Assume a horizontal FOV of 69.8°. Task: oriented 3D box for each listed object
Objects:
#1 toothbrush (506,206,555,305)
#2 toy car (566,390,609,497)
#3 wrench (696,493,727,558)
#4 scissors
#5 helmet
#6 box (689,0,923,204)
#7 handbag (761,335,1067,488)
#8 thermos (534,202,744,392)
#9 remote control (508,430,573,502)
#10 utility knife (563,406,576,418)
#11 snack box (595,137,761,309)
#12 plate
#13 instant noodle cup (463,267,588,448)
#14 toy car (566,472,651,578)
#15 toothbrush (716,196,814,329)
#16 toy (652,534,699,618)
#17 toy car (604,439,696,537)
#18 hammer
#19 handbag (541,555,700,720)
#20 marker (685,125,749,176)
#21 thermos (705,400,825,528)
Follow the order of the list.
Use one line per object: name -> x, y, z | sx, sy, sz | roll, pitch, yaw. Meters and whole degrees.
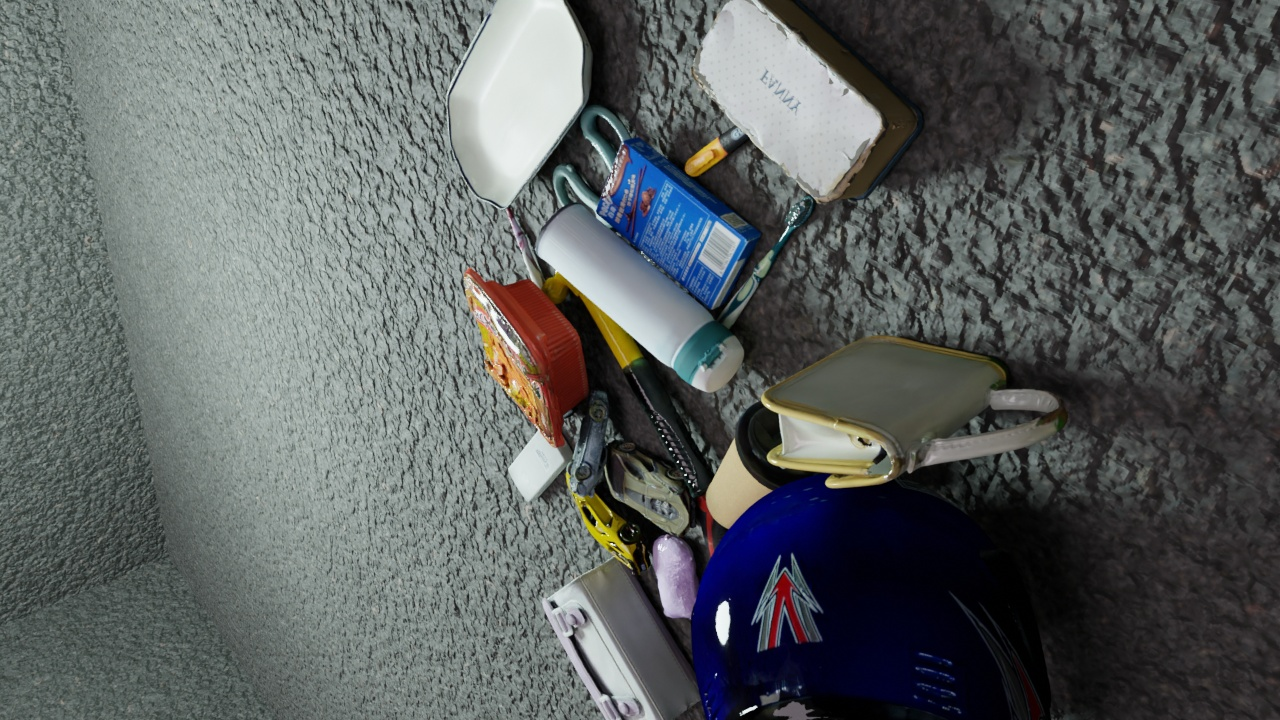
toothbrush -> -0.132, -0.136, 1.055 | 0.017, 0.016, 0.187 | -23, 89, 41
toy car -> -0.055, 0.093, 1.032 | 0.054, 0.036, 0.120 | 179, 102, -76
wrench -> 0.094, 0.251, 0.980 | 0.056, 0.016, 0.273 | 0, 108, 49
scissors -> -0.035, -0.160, 0.930 | 0.170, 0.019, 0.177 | -24, 91, 50
helmet -> 0.179, 0.224, 0.697 | 0.248, 0.239, 0.315 | -18, 126, 28
box -> 0.125, -0.196, 0.689 | 0.184, 0.062, 0.090 | 51, 131, 17
handbag -> 0.196, 0.042, 0.647 | 0.179, 0.163, 0.063 | 12, 118, 45
thermos -> 0.001, -0.058, 0.869 | 0.224, 0.073, 0.073 | 41, 135, 18
remote control -> -0.129, 0.132, 1.176 | 0.056, 0.019, 0.135 | 56, 140, 14
utility knife -> -0.134, 0.017, 1.130 | 0.173, 0.015, 0.033 | 39, 128, 32
snack box -> 0.032, -0.127, 0.848 | 0.157, 0.026, 0.085 | 42, 133, 19
plate -> -0.125, -0.274, 0.958 | 0.267, 0.034, 0.162 | -42, 72, 48
instant noodle cup -> -0.121, -0.008, 1.022 | 0.164, 0.079, 0.189 | 48, 157, 33
toy car -> -0.042, 0.186, 1.068 | 0.156, 0.041, 0.071 | 45, 162, 29
toothbrush -> 0.101, -0.075, 0.814 | 0.016, 0.018, 0.192 | 52, 138, 18
toy -> 0.043, 0.244, 1.017 | 0.084, 0.038, 0.108 | 1, 106, 49
toy car -> 0.006, 0.139, 1.008 | 0.158, 0.042, 0.070 | 23, 124, 47
hammer -> -0.006, 0.006, 0.957 | 0.300, 0.032, 0.129 | 60, 141, 13
handbag -> -0.032, 0.353, 1.118 | 0.197, 0.098, 0.145 | 58, 146, 12
marker -> 0.080, -0.190, 0.785 | 0.124, 0.015, 0.018 | -27, 93, 49
thermos -> 0.113, 0.101, 0.836 | 0.093, 0.092, 0.144 | 52, 146, 18
